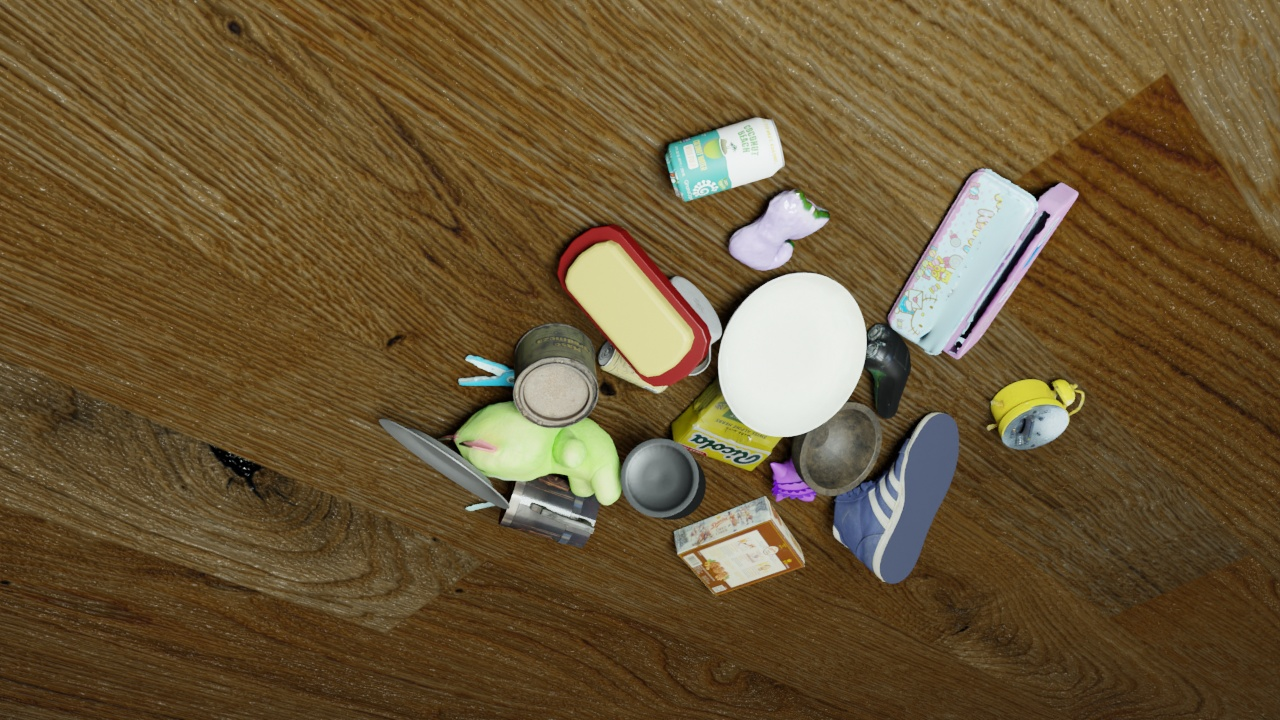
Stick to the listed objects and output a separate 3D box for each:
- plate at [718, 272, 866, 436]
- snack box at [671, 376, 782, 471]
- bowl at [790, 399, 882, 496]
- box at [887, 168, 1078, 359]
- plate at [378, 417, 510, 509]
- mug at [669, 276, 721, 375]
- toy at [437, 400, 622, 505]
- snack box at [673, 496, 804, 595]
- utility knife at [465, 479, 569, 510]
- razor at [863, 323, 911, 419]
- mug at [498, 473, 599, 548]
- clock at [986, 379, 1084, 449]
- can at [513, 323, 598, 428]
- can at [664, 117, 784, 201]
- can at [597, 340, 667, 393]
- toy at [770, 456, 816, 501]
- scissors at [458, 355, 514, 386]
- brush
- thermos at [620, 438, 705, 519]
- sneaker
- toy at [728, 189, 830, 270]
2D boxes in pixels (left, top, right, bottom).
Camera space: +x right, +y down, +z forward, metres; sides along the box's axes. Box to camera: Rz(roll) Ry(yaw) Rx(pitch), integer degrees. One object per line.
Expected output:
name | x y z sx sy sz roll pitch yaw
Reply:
plate | 0.161 -0.008 1.001 0.182 0.034 0.182 -6 107 -21
snack box | 0.136 0.054 1.092 0.121 0.045 0.181 21 128 -26
bowl | 0.232 0.100 1.134 0.121 0.056 0.121 -8 110 -24
box | 0.357 -0.106 0.978 0.089 0.091 0.215 -32 153 -41
plate | -0.221 0.115 1.050 0.178 0.012 0.179 30 161 11
mug | 0.044 -0.030 0.968 0.071 0.084 0.113 -37 127 23
toy | -0.119 0.099 1.058 0.196 0.107 0.150 26 169 -19
snack box | 0.143 0.269 1.312 0.147 0.041 0.143 -23 133 15
utility knife | -0.147 0.175 1.192 0.167 0.015 0.022 -13 135 2
razor | 0.284 0.018 1.084 0.067 0.053 0.151 9 148 20
mug | -0.110 0.184 1.128 0.107 0.116 0.080 20 89 -11
clock | 0.498 0.065 1.148 0.119 0.057 0.083 -11 135 3
can | -0.092 0.017 0.988 0.090 0.074 0.090 -3 122 -5
can | 0.076 -0.184 0.838 0.102 0.054 0.055 -15 135 7
can | -0.006 0.006 1.029 0.079 0.038 0.038 25 126 -29
toy | 0.212 0.152 1.194 0.088 0.055 0.106 -10 128 6
scissors | -0.142 0.028 1.051 0.140 0.013 0.118 -6 137 -6
brush | -0.008 -0.052 0.900 0.082 0.041 0.173 -40 91 21
thermos | 0.033 0.146 1.097 0.086 0.086 0.198 -13 168 5
sneaker | 0.333 0.165 1.228 0.091 0.118 0.233 9 100 -28
toy | 0.140 -0.128 0.919 0.080 0.036 0.100 23 133 -40
